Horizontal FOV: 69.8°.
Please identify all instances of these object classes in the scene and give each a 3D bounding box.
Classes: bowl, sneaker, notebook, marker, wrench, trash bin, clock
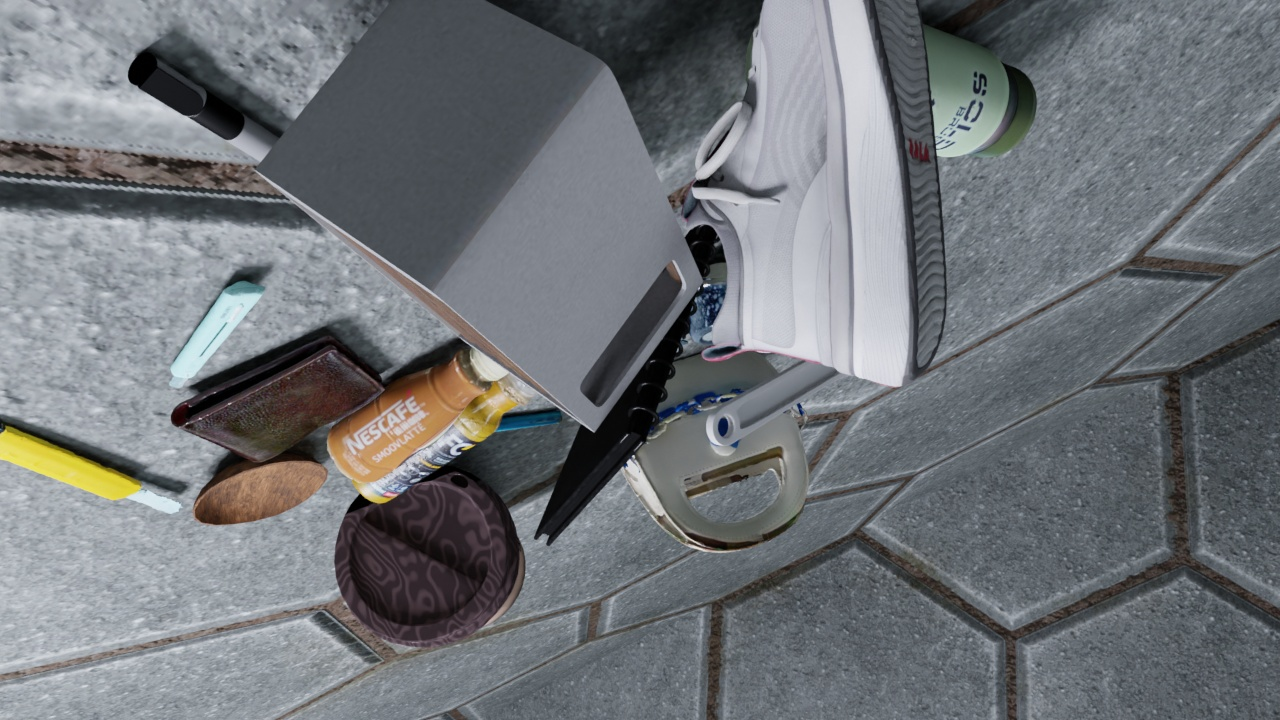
[{"bbox_3d":[-0.316,0.100,0.760,0.101,0.026,0.114,2,146,-48],"label":"bowl"},{"bbox_3d":[0.074,-0.116,0.459,0.129,0.263,0.096,-2,-170,30],"label":"sneaker"},{"bbox_3d":[-0.004,0.004,0.664,0.019,0.230,0.170,29,138,-9],"label":"notebook"},{"bbox_3d":[-0.187,-0.106,0.452,0.016,0.016,0.140,-30,157,12],"label":"marker"},{"bbox_3d":[0.160,0.008,0.907,0.272,0.087,0.018,-25,-164,-36],"label":"wrench"},{"bbox_3d":[-0.064,-0.065,0.482,0.114,0.114,0.229,-54,158,-7],"label":"trash bin"},{"bbox_3d":[0.067,-0.045,0.786,0.130,0.052,0.090,-20,167,32],"label":"clock"}]

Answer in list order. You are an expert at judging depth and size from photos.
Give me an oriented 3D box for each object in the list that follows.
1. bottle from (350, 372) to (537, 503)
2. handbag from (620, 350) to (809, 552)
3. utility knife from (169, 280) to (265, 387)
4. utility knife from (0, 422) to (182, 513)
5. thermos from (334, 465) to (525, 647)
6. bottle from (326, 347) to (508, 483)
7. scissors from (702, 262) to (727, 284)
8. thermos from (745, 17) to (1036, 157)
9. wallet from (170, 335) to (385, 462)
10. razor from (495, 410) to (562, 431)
[{"bbox_3d":[-0.165,0.057,0.782,0.186,0.053,0.053,-32,156,18],"label":"bottle"},{"bbox_3d":[0.076,0.089,0.912,0.200,0.199,0.093,-19,153,-20],"label":"handbag"},{"bbox_3d":[-0.271,-0.014,0.574,0.022,0.015,0.120,1,149,-49],"label":"utility knife"},{"bbox_3d":[-0.395,0.084,0.657,0.030,0.018,0.207,-19,152,2],"label":"utility knife"},{"bbox_3d":[-0.199,0.208,0.950,0.172,0.172,0.226,-23,164,-5],"label":"thermos"},{"bbox_3d":[-0.170,0.035,0.722,0.167,0.059,0.059,-33,156,18],"label":"bottle"},{"bbox_3d":[0.104,-0.087,0.738,0.132,0.147,0.019,11,130,-1],"label":"scissors"},{"bbox_3d":[0.169,-0.174,0.587,0.230,0.082,0.083,-4,150,-42],"label":"thermos"},{"bbox_3d":[-0.257,0.028,0.664,0.120,0.031,0.099,-27,160,-1],"label":"wallet"},{"bbox_3d":[-0.134,0.062,0.872,0.143,0.022,0.042,-8,116,-43],"label":"razor"}]
